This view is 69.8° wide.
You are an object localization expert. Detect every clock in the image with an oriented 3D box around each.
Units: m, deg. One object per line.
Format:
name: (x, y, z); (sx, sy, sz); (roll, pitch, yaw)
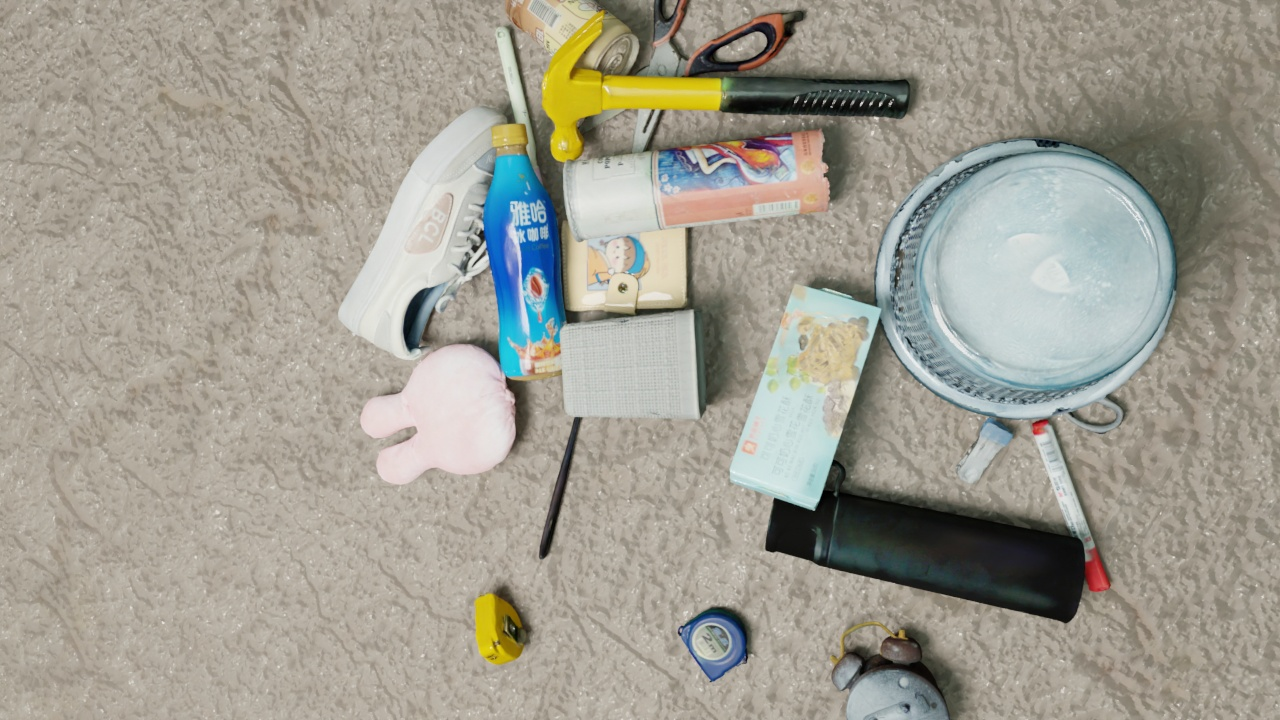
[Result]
clock: (0.210, 0.280, 0.774); (0.082, 0.055, 0.122); (-27, 86, 14)

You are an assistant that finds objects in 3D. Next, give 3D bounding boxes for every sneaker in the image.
sneaker: (-0.174, -0.108, 0.824); (0.091, 0.089, 0.242); (35, 101, 7)

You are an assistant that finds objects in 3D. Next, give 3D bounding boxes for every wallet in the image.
wallet: (-0.014, -0.084, 0.822); (0.115, 0.024, 0.087); (0, 88, 12)

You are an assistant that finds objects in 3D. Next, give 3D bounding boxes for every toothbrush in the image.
toothbrush: (-0.106, -0.211, 0.835); (0.029, 0.020, 0.189); (-12, 91, 21)
toothbrush: (-0.073, 0.099, 0.850); (0.018, 0.015, 0.181); (15, 96, 18)

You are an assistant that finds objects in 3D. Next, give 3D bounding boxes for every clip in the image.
clip: (0.283, 0.077, 0.763); (0.027, 0.043, 0.058); (33, 108, 6)

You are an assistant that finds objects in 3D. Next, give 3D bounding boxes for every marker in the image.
marker: (0.351, 0.118, 0.750); (0.017, 0.017, 0.145); (-20, 89, 13)

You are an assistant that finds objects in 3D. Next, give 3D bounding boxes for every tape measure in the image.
tape measure: (0.068, 0.251, 0.821); (0.054, 0.025, 0.058); (-36, 89, 11)
tape measure: (-0.128, 0.251, 0.850); (0.029, 0.057, 0.060); (-23, 48, 15)

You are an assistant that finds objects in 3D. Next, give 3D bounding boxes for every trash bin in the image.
trash bin: (0.276, -0.060, 0.656); (0.227, 0.194, 0.226); (1, 94, 19)

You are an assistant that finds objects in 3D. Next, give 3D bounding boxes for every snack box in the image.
snack box: (0.134, 0.029, 0.750); (0.074, 0.052, 0.174); (18, 76, 12)

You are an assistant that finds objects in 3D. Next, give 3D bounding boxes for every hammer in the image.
hammer: (0.068, -0.219, 0.755); (0.301, 0.129, 0.032); (2, 51, 0)

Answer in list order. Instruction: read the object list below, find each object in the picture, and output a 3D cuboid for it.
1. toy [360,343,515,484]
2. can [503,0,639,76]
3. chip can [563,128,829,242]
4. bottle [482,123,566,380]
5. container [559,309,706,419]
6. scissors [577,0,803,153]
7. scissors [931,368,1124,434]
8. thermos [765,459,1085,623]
toy: (-0.187, 0.054, 0.855); (0.160, 0.054, 0.121); (-20, 88, 19)
can: (-0.061, -0.289, 0.793); (0.116, 0.058, 0.058); (42, 101, 16)
chip can: (0.047, -0.146, 0.770); (0.215, 0.071, 0.071); (-5, 92, 8)
bottle: (-0.103, -0.094, 0.801); (0.065, 0.065, 0.219); (-3, 103, 13)
container: (-0.005, 0.005, 0.784); (0.114, 0.090, 0.090); (-3, 92, 9)
scissors: (0.034, -0.272, 0.801); (0.227, 0.015, 0.189); (-14, 90, 13)
scissors: (0.324, -0.007, 0.751); (0.159, 0.014, 0.180); (-44, 82, 12)
thermos: (0.229, 0.143, 0.752); (0.243, 0.068, 0.090); (11, 101, 12)
